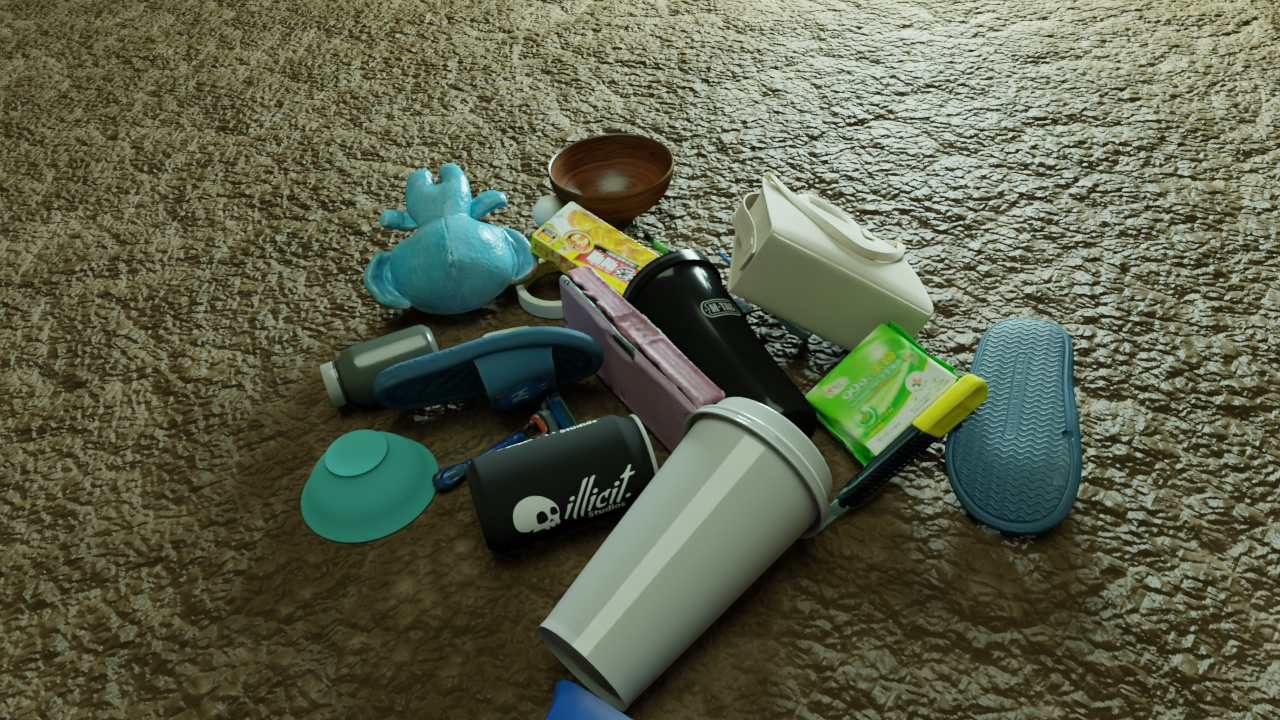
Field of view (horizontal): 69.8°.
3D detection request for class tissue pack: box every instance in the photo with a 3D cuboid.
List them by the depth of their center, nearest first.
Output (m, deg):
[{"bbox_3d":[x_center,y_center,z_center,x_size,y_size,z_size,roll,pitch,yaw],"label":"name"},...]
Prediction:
[{"bbox_3d":[0.211,0.031,0.801,0.114,0.034,0.099,-43,50,-1],"label":"tissue pack"}]

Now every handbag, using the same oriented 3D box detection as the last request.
[{"bbox_3d":[0.179,-0.109,0.903,0.194,0.102,0.197,25,36,-12],"label":"handbag"}]

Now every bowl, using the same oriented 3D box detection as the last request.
[{"bbox_3d":[-0.241,0.095,0.799,0.121,0.046,0.121,-3,42,3],"label":"bowl"},{"bbox_3d":[-0.033,-0.203,1.087,0.147,0.069,0.147,-3,41,2],"label":"bowl"}]

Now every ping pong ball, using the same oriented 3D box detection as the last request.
[{"bbox_3d":[-0.108,-0.175,1.085,0.040,0.040,0.040,-3,42,3],"label":"ping pong ball"}]

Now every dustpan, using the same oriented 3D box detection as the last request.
[{"bbox_3d":[-0.029,0.337,0.501,0.246,0.060,0.256,23,39,28],"label":"dustpan"}]

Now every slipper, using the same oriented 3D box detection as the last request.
[{"bbox_3d":[0.316,0.053,0.776,0.104,0.059,0.213,2,53,25],"label":"slipper"},{"bbox_3d":[-0.137,0.020,0.844,0.214,0.104,0.059,-11,68,0],"label":"slipper"}]

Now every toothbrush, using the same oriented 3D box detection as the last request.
[{"bbox_3d":[0.059,-0.096,1.000,0.017,0.014,0.188,-16,41,-31],"label":"toothbrush"}]

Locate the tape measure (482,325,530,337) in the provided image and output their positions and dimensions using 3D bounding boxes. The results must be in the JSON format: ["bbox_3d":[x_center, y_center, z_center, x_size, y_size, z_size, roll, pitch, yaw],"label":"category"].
[{"bbox_3d":[-0.128,-0.007,0.920,0.064,0.017,0.065,-10,42,-4],"label":"tape measure"}]

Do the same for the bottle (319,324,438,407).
[{"bbox_3d":[-0.249,0.008,0.887,0.108,0.060,0.060,-19,44,-14],"label":"bottle"}]

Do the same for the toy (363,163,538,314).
[{"bbox_3d":[-0.210,-0.127,0.997,0.183,0.115,0.180,-14,64,-8],"label":"toy"}]

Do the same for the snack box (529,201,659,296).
[{"bbox_3d":[-0.035,-0.105,0.976,0.152,0.025,0.075,33,52,10],"label":"snack box"}]

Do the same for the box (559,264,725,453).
[{"bbox_3d":[-0.006,0.006,0.839,0.041,0.098,0.233,-20,45,-27],"label":"box"}]

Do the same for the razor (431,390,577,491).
[{"bbox_3d":[-0.125,0.077,0.827,0.140,0.018,0.044,-28,83,-20],"label":"razor"}]

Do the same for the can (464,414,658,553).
[{"bbox_3d":[-0.064,0.098,0.750,0.146,0.080,0.080,-17,43,-12],"label":"can"}]

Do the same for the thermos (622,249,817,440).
[{"bbox_3d":[0.070,-0.003,0.838,0.105,0.106,0.218,-22,49,-17],"label":"thermos"}]

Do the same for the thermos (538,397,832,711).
[{"bbox_3d":[0.032,0.140,0.671,0.131,0.132,0.221,29,60,32],"label":"thermos"}]

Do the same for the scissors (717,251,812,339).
[{"bbox_3d":[0.128,-0.062,0.914,0.125,0.016,0.125,3,44,-51],"label":"scissors"}]

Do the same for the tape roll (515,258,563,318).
[{"bbox_3d":[-0.088,-0.082,0.997,0.094,0.019,0.093,-3,42,3],"label":"tape roll"}]

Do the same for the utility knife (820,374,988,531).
[{"bbox_3d":[0.206,0.079,0.747,0.197,0.029,0.020,-39,37,-9],"label":"utility knife"}]
